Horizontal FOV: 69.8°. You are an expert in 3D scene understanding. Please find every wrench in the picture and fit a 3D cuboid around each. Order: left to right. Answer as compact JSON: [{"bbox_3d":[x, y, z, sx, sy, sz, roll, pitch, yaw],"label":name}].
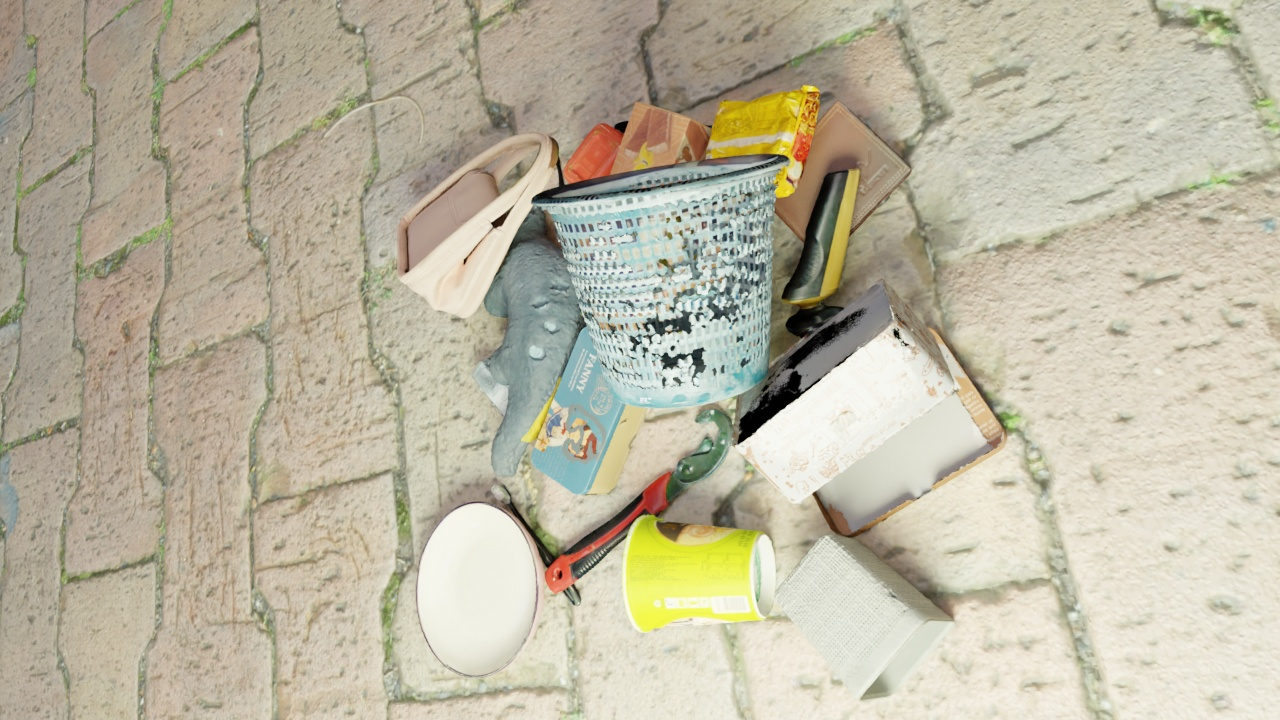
[{"bbox_3d":[-0.003,0.154,0.963,0.274,0.016,0.056,-45,59,13],"label":"wrench"}]

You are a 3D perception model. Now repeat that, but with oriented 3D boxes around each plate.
[{"bbox_3d":[-0.176,0.256,1.035,0.193,0.039,0.192,-8,76,35],"label":"plate"}]

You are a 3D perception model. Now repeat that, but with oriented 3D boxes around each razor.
[{"bbox_3d":[0.179,-0.102,0.875,0.067,0.062,0.167,12,96,-7],"label":"razor"}]

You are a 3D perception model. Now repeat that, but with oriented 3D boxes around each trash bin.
[{"bbox_3d":[0.030,-0.070,0.822,0.227,0.225,0.195,2,109,33],"label":"trash bin"}]

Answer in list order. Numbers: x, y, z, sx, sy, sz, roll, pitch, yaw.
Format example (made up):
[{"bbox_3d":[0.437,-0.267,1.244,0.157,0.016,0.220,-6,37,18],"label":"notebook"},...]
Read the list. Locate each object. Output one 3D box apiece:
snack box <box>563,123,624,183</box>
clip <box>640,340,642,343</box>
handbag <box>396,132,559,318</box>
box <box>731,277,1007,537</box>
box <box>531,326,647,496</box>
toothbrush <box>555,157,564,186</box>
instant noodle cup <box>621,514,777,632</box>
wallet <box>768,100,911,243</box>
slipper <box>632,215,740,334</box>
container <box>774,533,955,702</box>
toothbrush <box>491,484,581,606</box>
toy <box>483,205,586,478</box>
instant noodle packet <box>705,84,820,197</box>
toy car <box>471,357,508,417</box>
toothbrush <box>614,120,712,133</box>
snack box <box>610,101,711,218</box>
[{"bbox_3d":[-0.035,-0.216,1.039,0.091,0.080,0.082,-51,56,12],"label":"snack box"},{"bbox_3d":[-0.004,0.006,1.006,0.040,0.014,0.056,17,88,35],"label":"clip"},{"bbox_3d":[-0.185,-0.180,1.088,0.234,0.093,0.193,-46,32,12],"label":"handbag"},{"bbox_3d":[0.203,0.058,0.812,0.183,0.152,0.178,-41,100,22],"label":"box"},{"bbox_3d":[-0.043,0.050,0.980,0.090,0.061,0.184,26,101,32],"label":"box"},{"bbox_3d":[-0.090,-0.185,1.108,0.017,0.014,0.188,-32,63,31],"label":"toothbrush"},{"bbox_3d":[0.060,0.202,0.867,0.124,0.111,0.111,-5,76,23],"label":"instant noodle cup"},{"bbox_3d":[0.189,-0.174,0.900,0.101,0.032,0.125,46,108,10],"label":"wallet"},{"bbox_3d":[0.038,-0.090,0.963,0.092,0.081,0.190,-47,56,17],"label":"slipper"},{"bbox_3d":[0.188,0.215,0.786,0.090,0.090,0.114,-53,54,10],"label":"container"},{"bbox_3d":[-0.118,0.205,1.030,0.016,0.018,0.181,-46,60,6],"label":"toothbrush"},{"bbox_3d":[-0.118,-0.049,1.048,0.138,0.091,0.355,-21,61,41],"label":"toy"},{"bbox_3d":[0.112,-0.210,0.901,0.129,0.044,0.110,10,81,51],"label":"instant noodle packet"},{"bbox_3d":[-0.167,0.033,1.093,0.043,0.034,0.090,-50,59,8],"label":"toy car"},{"bbox_3d":[0.050,-0.261,1.039,0.190,0.016,0.014,11,75,32],"label":"toothbrush"},{"bbox_3d":[0.033,-0.211,0.979,0.077,0.092,0.094,27,103,34],"label":"snack box"}]
